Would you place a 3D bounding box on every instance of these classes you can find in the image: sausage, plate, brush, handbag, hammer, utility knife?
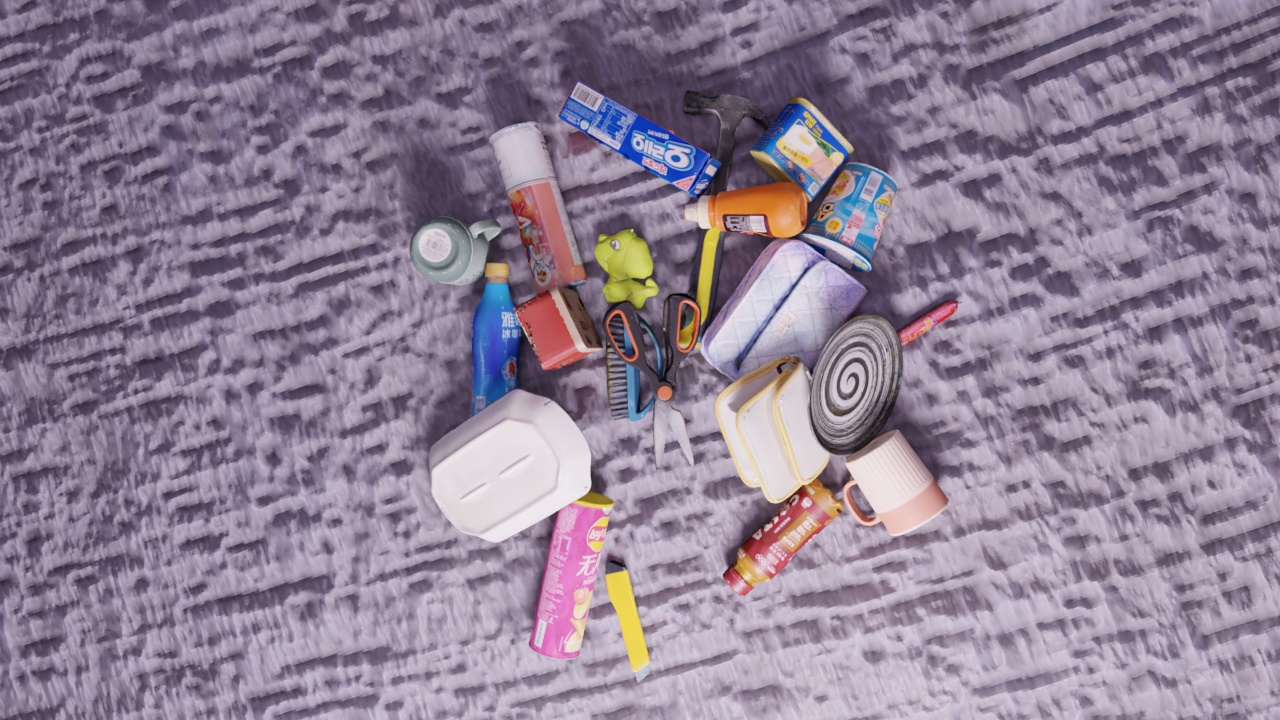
[{"bbox_3d":[0.334,-0.033,1.154,0.156,0.020,0.020,-32,88,8],"label":"sausage"},{"bbox_3d":[-0.178,0.144,1.165,0.266,0.034,0.162,-31,95,32],"label":"plate"},{"bbox_3d":[-0.007,0.007,1.181,0.073,0.055,0.144,-3,92,8],"label":"brush"},{"bbox_3d":[0.174,-0.046,1.140,0.134,0.075,0.194,33,98,-13],"label":"handbag"},{"bbox_3d":[0.096,-0.176,1.172,0.126,0.032,0.323,9,93,8],"label":"hammer"},{"bbox_3d":[0.193,0.072,1.118,0.178,0.063,0.163,-32,124,-12],"label":"handbag"},{"bbox_3d":[0.257,0.028,1.113,0.024,0.179,0.179,21,97,49],"label":"plate"},{"bbox_3d":[-0.017,0.345,1.217,0.033,0.015,0.167,-13,92,14],"label":"utility knife"}]

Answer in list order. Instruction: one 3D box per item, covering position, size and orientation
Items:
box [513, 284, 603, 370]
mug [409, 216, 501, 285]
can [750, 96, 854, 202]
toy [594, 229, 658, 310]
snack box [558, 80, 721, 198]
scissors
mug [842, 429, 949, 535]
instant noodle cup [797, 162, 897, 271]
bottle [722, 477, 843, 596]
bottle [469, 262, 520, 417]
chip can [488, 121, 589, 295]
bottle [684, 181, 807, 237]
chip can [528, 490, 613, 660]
[{"bbox_3d":[-0.106,-0.037,1.136,0.077,0.168,0.091,-26,89,5],"label":"box"},{"bbox_3d":[-0.232,-0.147,1.179,0.112,0.106,0.082,-31,87,7],"label":"mug"},{"bbox_3d":[0.196,-0.257,1.125,0.102,0.057,0.083,39,91,-23],"label":"can"},{"bbox_3d":[-0.017,-0.120,1.190,0.097,0.031,0.100,19,99,6],"label":"toy"},{"bbox_3d":[-0.002,-0.276,1.148,0.207,0.058,0.057,33,101,16],"label":"snack box"},{"bbox_3d":[0.016,0.022,1.154,0.198,0.022,0.227,22,91,-9],"label":"scissors"},{"bbox_3d":[0.305,0.157,1.141,0.115,0.081,0.106,-36,85,37],"label":"mug"},{"bbox_3d":[0.260,-0.179,1.124,0.099,0.099,0.110,26,88,6],"label":"instant noodle cup"},{"bbox_3d":[0.178,0.226,1.165,0.057,0.057,0.175,44,97,4],"label":"bottle"},{"bbox_3d":[-0.189,-0.018,1.200,0.065,0.065,0.218,1,92,7],"label":"bottle"},{"bbox_3d":[-0.129,-0.192,1.182,0.071,0.071,0.214,-17,91,8],"label":"chip can"},{"bbox_3d":[0.125,-0.182,1.119,0.150,0.066,0.067,2,93,22],"label":"bottle"},{"bbox_3d":[-0.091,0.277,1.197,0.071,0.071,0.210,13,95,7],"label":"chip can"}]
